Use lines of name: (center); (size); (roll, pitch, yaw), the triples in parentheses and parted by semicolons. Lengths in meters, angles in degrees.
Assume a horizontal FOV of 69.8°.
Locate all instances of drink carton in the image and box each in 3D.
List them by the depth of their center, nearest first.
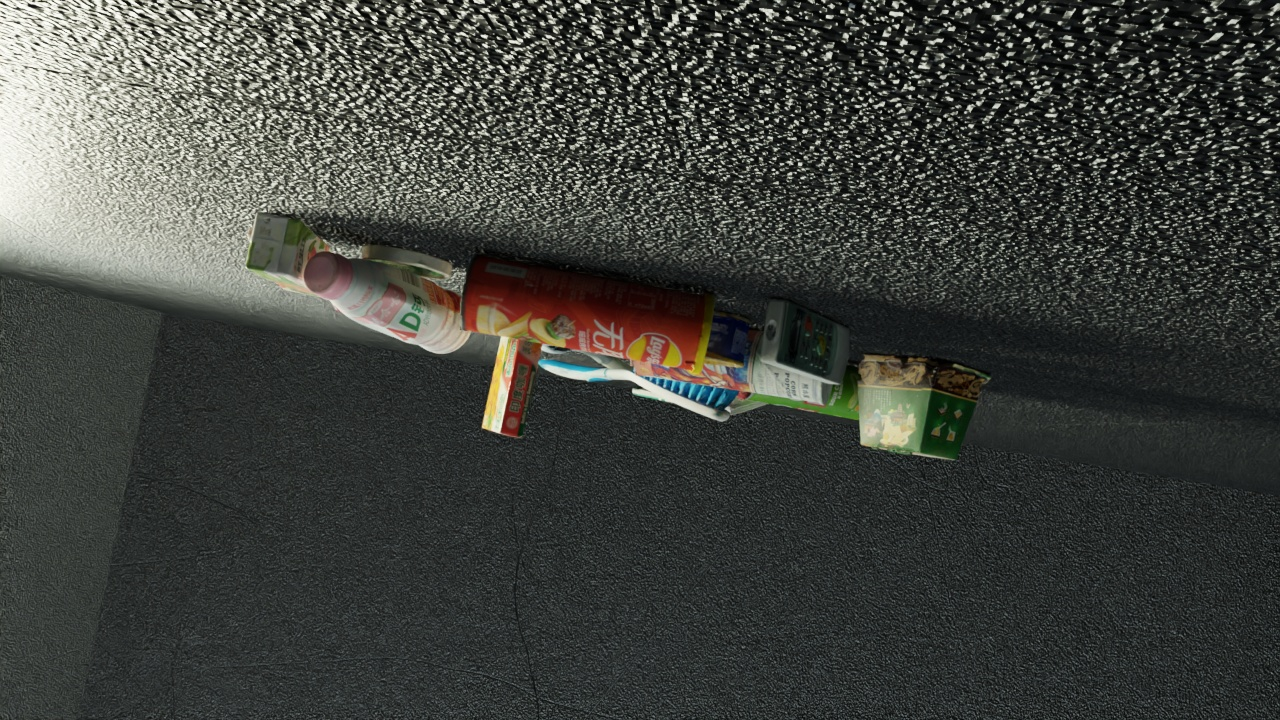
drink carton: (-0.319, -0.095, 0.834); (0.045, 0.053, 0.122); (11, 175, -5)

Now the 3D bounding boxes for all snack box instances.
snack box: (-0.127, -0.001, 0.949); (0.027, 0.155, 0.077); (13, 175, -22)
snack box: (0.312, 0.055, 1.041); (0.117, 0.105, 0.118); (12, 176, -40)

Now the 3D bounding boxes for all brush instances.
brush: (-0.007, 0.007, 1.149); (0.315, 0.109, 0.060); (24, -169, 37)

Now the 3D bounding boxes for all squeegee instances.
squeegee: (-0.040, -0.007, 1.304); (0.247, 0.039, 0.246); (-2, 163, 44)

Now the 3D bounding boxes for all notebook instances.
notebook: (0.110, 0.039, 1.228); (0.151, 0.012, 0.208); (11, -167, 35)

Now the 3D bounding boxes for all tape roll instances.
tape roll: (-0.226, -0.094, 0.887); (0.086, 0.014, 0.086); (9, 175, 1)

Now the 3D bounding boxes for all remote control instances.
remote control: (0.150, -0.014, 0.818); (0.019, 0.056, 0.135); (6, 174, 38)

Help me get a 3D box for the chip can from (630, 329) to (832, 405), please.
chip can: (0.099, -0.003, 0.995); (0.215, 0.071, 0.071); (9, 176, 22)

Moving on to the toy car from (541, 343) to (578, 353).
toy car: (-0.117, -0.027, 1.398); (0.120, 0.036, 0.054); (9, 177, -29)

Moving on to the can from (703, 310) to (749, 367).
can: (0.037, -0.027, 0.942); (0.148, 0.049, 0.074); (8, 175, 21)

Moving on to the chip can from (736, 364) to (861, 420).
chip can: (0.237, 0.033, 1.160); (0.235, 0.072, 0.072); (11, 176, -20)

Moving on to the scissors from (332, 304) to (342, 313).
scissors: (-0.316, -0.081, 0.921); (0.133, 0.017, 0.124); (3, -138, -26)

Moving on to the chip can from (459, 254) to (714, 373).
chip can: (-0.045, -0.041, 0.805); (0.216, 0.073, 0.073); (10, 176, -1)

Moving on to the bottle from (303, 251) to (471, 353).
bottle: (-0.240, -0.057, 0.882); (0.068, 0.068, 0.196); (8, 173, 25)
